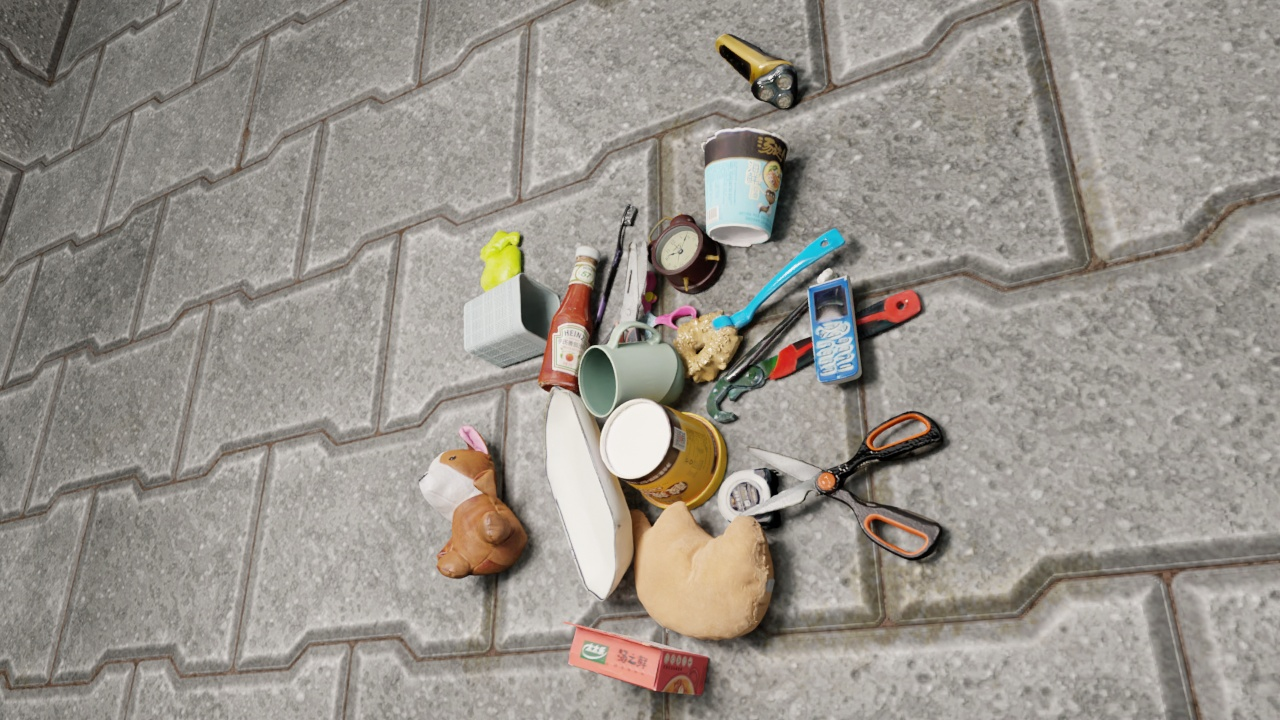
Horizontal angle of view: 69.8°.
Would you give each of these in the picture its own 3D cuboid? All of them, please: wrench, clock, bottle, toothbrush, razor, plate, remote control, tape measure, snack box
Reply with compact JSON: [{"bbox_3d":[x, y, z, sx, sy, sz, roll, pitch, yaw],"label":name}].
[{"bbox_3d":[0.192,-0.007,1.051,0.274,0.016,0.056,-30,56,19],"label":"wrench"},{"bbox_3d":[0.053,-0.140,1.175,0.082,0.055,0.122,-46,51,10],"label":"clock"},{"bbox_3d":[-0.089,-0.056,1.229,0.060,0.059,0.205,-1,68,33],"label":"bottle"},{"bbox_3d":[-0.035,-0.128,1.255,0.017,0.014,0.188,9,75,23],"label":"toothbrush"},{"bbox_3d":[0.150,-0.392,1.224,0.067,0.062,0.167,-24,47,-13],"label":"razor"},{"bbox_3d":[-0.063,0.153,1.097,0.162,0.034,0.265,110,145,-46],"label":"plate"},{"bbox_3d":[0.216,-0.033,1.020,0.049,0.024,0.124,-14,64,28],"label":"remote control"},{"bbox_3d":[0.163,-0.040,1.075,0.181,0.018,0.015,-45,47,4],"label":"toothbrush"},{"bbox_3d":[0.121,0.155,1.017,0.066,0.033,0.065,-9,64,27],"label":"tape measure"},{"bbox_3d":[-0.008,0.317,0.971,0.113,0.127,0.044,3,72,35],"label":"snack box"}]

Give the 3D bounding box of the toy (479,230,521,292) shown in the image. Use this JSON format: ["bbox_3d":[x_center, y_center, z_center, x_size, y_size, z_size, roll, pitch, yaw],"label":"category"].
[{"bbox_3d":[-0.207,-0.148,1.364,0.097,0.031,0.100,-46,52,5],"label":"toy"}]

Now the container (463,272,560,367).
[{"bbox_3d":[-0.180,-0.050,1.269,0.112,0.090,0.089,-22,59,27],"label":"container"}]

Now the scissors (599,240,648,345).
[{"bbox_3d":[-0.027,-0.044,1.184,0.199,0.015,0.204,-39,61,29],"label":"scissors"}]

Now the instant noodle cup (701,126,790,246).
[{"bbox_3d":[0.127,-0.209,1.134,0.111,0.111,0.120,-2,77,32],"label":"instant noodle cup"}]

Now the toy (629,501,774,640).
[{"bbox_3d":[0.044,0.229,1.011,0.226,0.082,0.143,6,76,41],"label":"toy"}]

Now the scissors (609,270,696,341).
[{"bbox_3d":[0.016,-0.057,1.189,0.135,0.017,0.133,-7,71,31],"label":"scissors"}]

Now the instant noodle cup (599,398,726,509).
[{"bbox_3d":[0.022,0.104,1.052,0.119,0.114,0.118,-13,64,27],"label":"instant noodle cup"}]

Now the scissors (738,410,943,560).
[{"bbox_3d":[0.219,0.126,0.959,0.227,0.021,0.221,-46,57,-1],"label":"scissors"}]

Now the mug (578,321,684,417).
[{"bbox_3d":[-0.006,0.006,1.085,0.082,0.106,0.112,29,119,49],"label":"mug"}]

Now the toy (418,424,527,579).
[{"bbox_3d":[-0.229,0.185,1.185,0.140,0.130,0.199,-43,43,17],"label":"toy"}]

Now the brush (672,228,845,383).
[{"bbox_3d":[0.136,-0.067,1.089,0.255,0.046,0.083,-41,49,19],"label":"brush"}]
